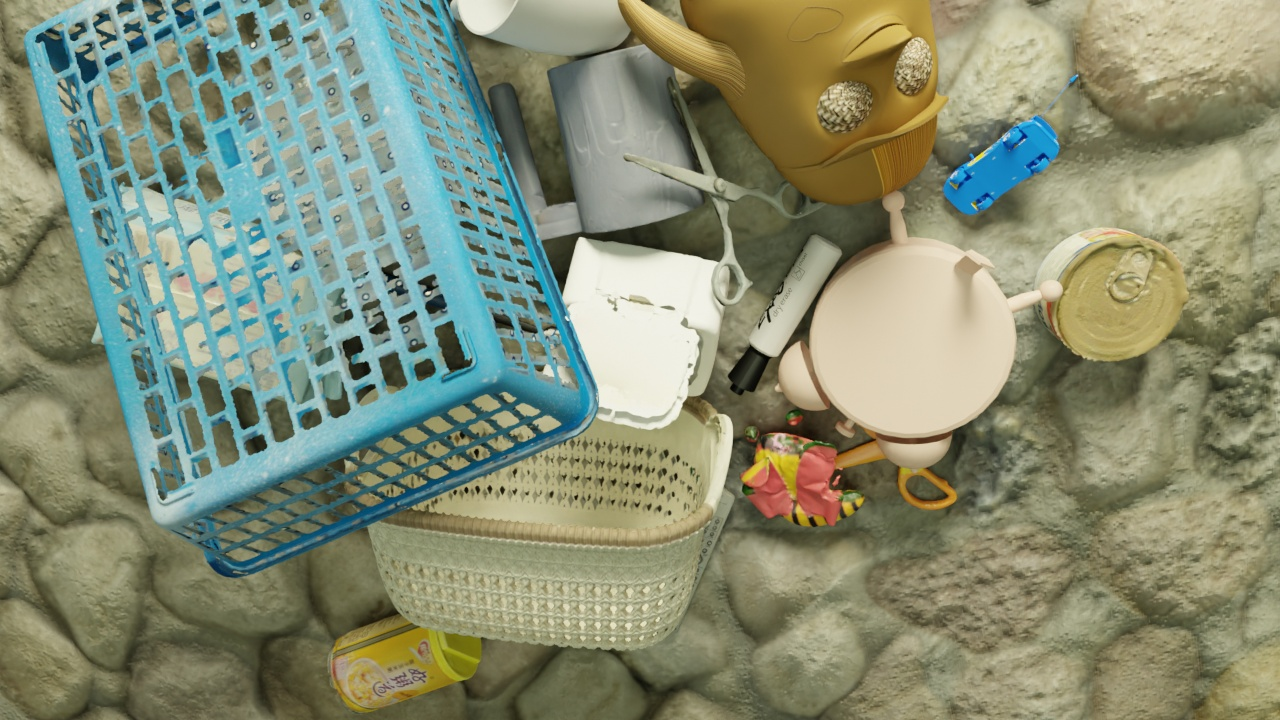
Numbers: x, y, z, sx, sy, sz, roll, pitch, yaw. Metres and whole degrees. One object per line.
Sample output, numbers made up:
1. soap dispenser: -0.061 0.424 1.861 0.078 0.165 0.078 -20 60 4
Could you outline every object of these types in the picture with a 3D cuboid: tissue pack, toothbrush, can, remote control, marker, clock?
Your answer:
1. tissue pack: -0.289 -0.044 0.651 0.182 0.070 0.112 17 110 -4
2. toothbrush: -0.128 -0.038 0.669 0.167 0.014 0.014 18 120 -2
3. can: -0.189 0.238 0.740 0.105 0.067 0.068 -22 106 12
4. remote control: 0.037 0.156 0.723 0.033 0.013 0.137 19 109 -3
5. can: 0.314 -0.045 0.618 0.086 0.043 0.086 1 109 3
6. marker: 0.099 -0.029 0.649 0.025 0.025 0.126 28 109 -5
7. clock: 0.178 -0.011 0.614 0.131 0.086 0.161 31 118 4

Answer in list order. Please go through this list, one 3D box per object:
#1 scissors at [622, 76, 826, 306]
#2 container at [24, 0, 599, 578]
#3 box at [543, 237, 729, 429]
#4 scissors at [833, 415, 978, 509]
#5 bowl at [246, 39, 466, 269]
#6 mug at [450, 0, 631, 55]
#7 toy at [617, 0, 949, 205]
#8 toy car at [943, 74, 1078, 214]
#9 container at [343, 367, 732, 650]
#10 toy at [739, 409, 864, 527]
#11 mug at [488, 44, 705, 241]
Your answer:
1. scissors: 0.060 -0.107 0.580 0.173 0.014 0.141 -11 95 -36
2. container: -0.206 -0.085 0.527 0.257 0.089 0.362 -24 78 7
3. box: -0.004 -0.001 0.585 0.108 0.136 0.126 9 149 2
4. scissors: 0.195 0.058 0.678 0.125 0.011 0.128 37 109 -6
5. bowl: -0.184 -0.137 0.618 0.149 0.043 0.149 1 97 6
6. mug: -0.061 -0.212 0.542 0.107 0.089 0.071 0 89 47
7. toy: 0.108 -0.183 0.533 0.198 0.162 0.203 -29 116 -1
8. toy car: 0.247 -0.144 0.606 0.033 0.061 0.092 40 137 -11
9. container: -0.066 0.097 0.629 0.246 0.184 0.143 5 119 5
10. toy: 0.117 0.088 0.677 0.084 0.046 0.103 -30 113 25
11. mug: -0.029 -0.139 0.591 0.124 0.083 0.104 -11 107 10
